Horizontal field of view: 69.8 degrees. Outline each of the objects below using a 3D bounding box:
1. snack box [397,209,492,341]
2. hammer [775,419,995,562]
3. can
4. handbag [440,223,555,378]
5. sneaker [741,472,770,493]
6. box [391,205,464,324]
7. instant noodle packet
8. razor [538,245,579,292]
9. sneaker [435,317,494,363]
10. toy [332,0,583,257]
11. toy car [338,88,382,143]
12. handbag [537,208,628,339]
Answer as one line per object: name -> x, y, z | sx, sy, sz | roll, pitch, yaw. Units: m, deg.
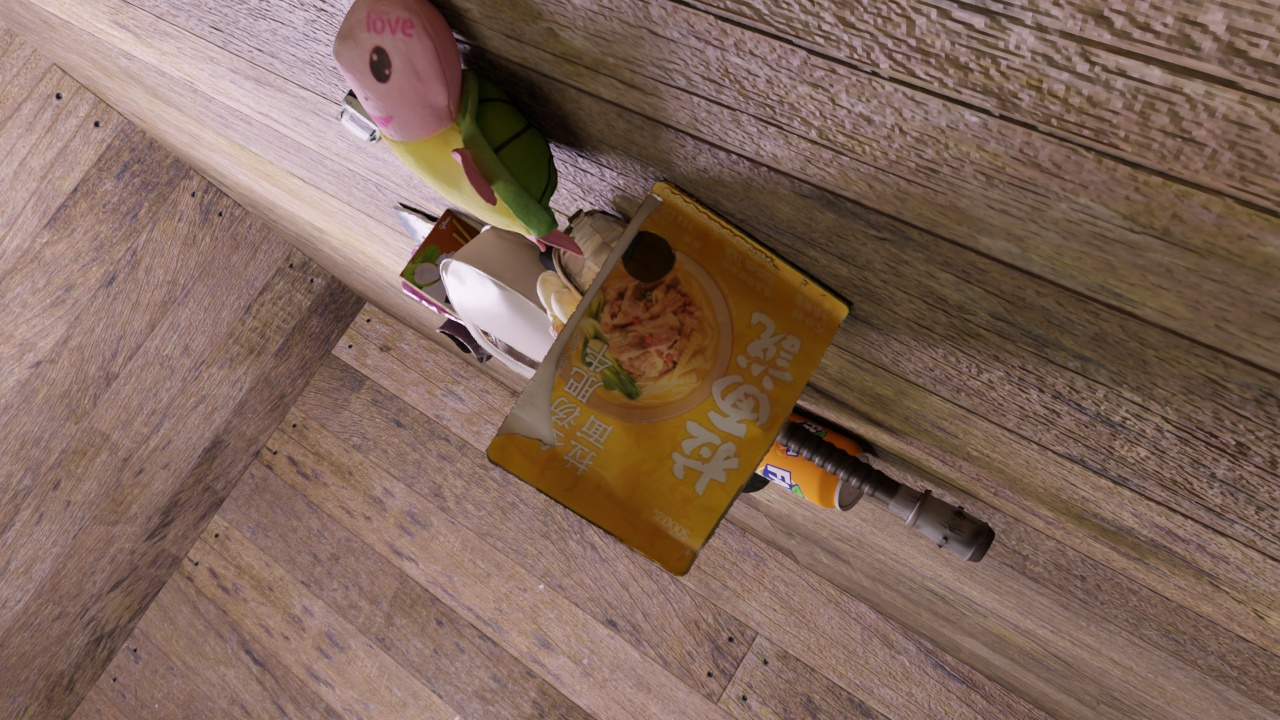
snack box -> -0.197, -0.093, 1.157 | 0.186, 0.101, 0.032 | 36, 171, -15
hammer -> 0.174, 0.089, 0.863 | 0.325, 0.100, 0.190 | 30, 170, 17
can -> 0.174, 0.103, 0.999 | 0.142, 0.079, 0.079 | 26, 168, 38
handbag -> -0.127, -0.052, 1.065 | 0.201, 0.092, 0.200 | 31, 149, 15
sneaker -> 0.107, 0.107, 1.227 | 0.101, 0.142, 0.239 | 12, 155, -22
box -> -0.268, -0.134, 1.274 | 0.073, 0.150, 0.202 | -20, -147, -40
instant noodle packet -> 0.019, 0.015, 0.634 | 0.163, 0.221, 0.084 | 32, 168, -4
razor -> -0.046, -0.078, 0.925 | 0.143, 0.047, 0.052 | 34, 143, 24
sneaker -> -0.180, -0.033, 1.362 | 0.234, 0.119, 0.095 | 35, 171, -27
toy -> -0.120, -0.154, 0.643 | 0.238, 0.088, 0.190 | 48, -177, -41
toy car -> -0.271, -0.234, 0.896 | 0.048, 0.033, 0.105 | 34, 172, -19
handbag -> -0.001, -0.032, 0.759 | 0.171, 0.123, 0.113 | 36, 166, 15
